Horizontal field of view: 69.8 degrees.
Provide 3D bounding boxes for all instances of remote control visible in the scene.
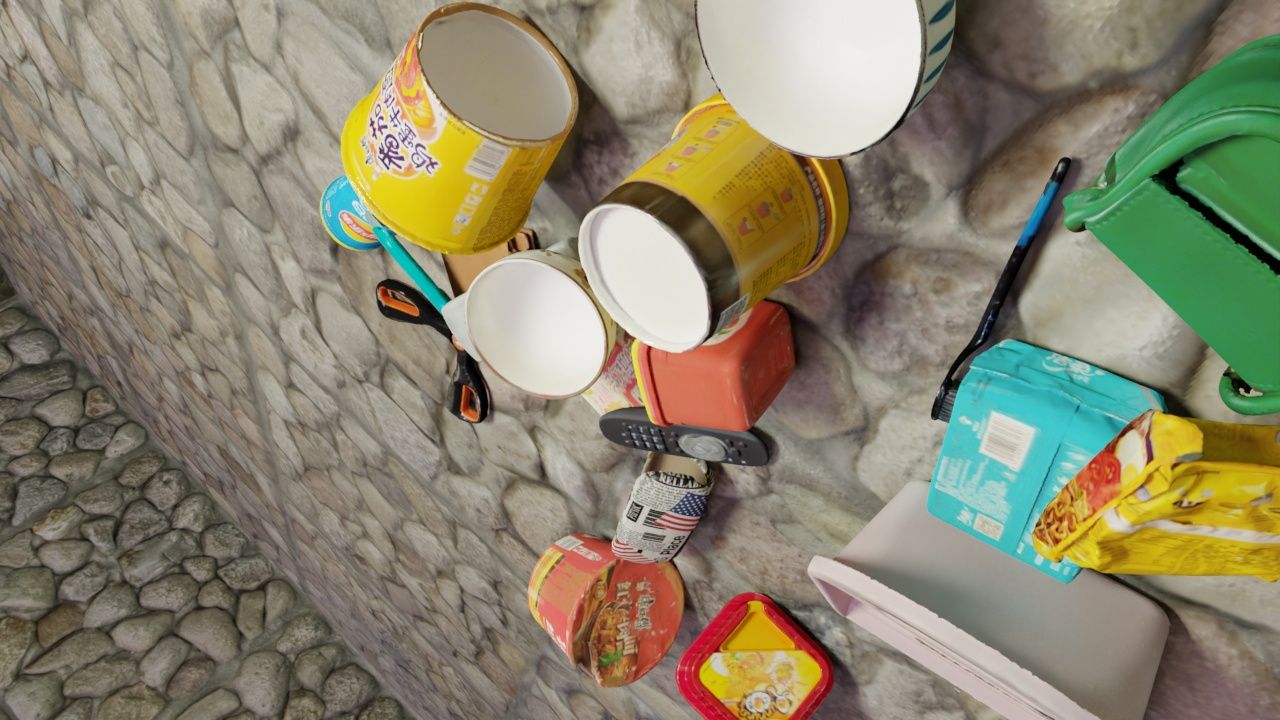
[{"bbox_3d":[-0.094,-0.047,0.736,0.150,0.021,0.058,-22,110,33],"label":"remote control"},{"bbox_3d":[0.034,0.056,0.710,0.136,0.024,0.053,7,146,18],"label":"remote control"}]

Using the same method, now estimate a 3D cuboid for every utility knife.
[{"bbox_3d":[-0.181,-0.064,0.785,0.029,0.013,0.166,4,139,47],"label":"utility knife"}]

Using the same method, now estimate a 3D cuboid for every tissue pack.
[{"bbox_3d":[0.214,0.057,0.497,0.093,0.050,0.134,27,142,27],"label":"tissue pack"}]

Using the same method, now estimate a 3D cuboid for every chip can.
[{"bbox_3d":[-0.196,-0.146,0.756,0.211,0.071,0.071,-10,116,53],"label":"chip can"}]

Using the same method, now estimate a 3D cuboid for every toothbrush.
[{"bbox_3d":[0.186,-0.026,0.479,0.016,0.014,0.190,33,143,22],"label":"toothbrush"}]

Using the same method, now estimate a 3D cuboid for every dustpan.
[{"bbox_3d":[0.199,0.197,0.579,0.223,0.138,0.274,27,141,30],"label":"dustpan"}]

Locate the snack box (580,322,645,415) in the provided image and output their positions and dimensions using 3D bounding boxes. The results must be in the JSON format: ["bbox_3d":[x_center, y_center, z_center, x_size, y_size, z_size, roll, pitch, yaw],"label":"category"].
[{"bbox_3d":[-0.004,0.004,0.725,0.075,0.025,0.153,47,147,5],"label":"snack box"}]

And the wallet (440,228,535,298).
[{"bbox_3d":[-0.124,-0.061,0.791,0.108,0.031,0.132,17,134,33],"label":"wallet"}]

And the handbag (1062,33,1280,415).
[{"bbox_3d":[0.241,-0.047,0.351,0.131,0.067,0.120,47,156,1],"label":"handbag"}]

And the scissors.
[{"bbox_3d":[-0.190,-0.014,0.928,0.234,0.021,0.221,26,140,29],"label":"scissors"}]

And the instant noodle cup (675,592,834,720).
[{"bbox_3d":[0.094,0.288,0.834,0.116,0.115,0.124,43,159,9],"label":"instant noodle cup"}]

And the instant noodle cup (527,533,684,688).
[{"bbox_3d":[-0.040,0.240,0.926,0.109,0.137,0.138,16,136,53],"label":"instant noodle cup"}]

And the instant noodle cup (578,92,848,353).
[{"bbox_3d":[0.037,-0.073,0.514,0.118,0.114,0.119,30,144,25],"label":"instant noodle cup"}]

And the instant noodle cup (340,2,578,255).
[{"bbox_3d":[-0.113,-0.155,0.600,0.138,0.137,0.110,50,140,-1],"label":"instant noodle cup"}]

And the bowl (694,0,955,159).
[{"bbox_3d":[0.089,-0.157,0.410,0.116,0.066,0.117,32,143,27],"label":"bowl"}]

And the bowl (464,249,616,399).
[{"bbox_3d":[-0.067,-0.034,0.679,0.113,0.062,0.114,10,122,16],"label":"bowl"}]

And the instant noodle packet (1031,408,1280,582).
[{"bbox_3d":[0.260,0.062,0.408,0.128,0.044,0.111,6,145,-6],"label":"instant noodle packet"}]

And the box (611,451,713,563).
[{"bbox_3d":[0.016,0.136,0.787,0.075,0.082,0.164,34,143,10],"label":"box"}]

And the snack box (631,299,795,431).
[{"bbox_3d":[0.051,0.000,0.599,0.080,0.091,0.082,13,134,33],"label":"snack box"}]
